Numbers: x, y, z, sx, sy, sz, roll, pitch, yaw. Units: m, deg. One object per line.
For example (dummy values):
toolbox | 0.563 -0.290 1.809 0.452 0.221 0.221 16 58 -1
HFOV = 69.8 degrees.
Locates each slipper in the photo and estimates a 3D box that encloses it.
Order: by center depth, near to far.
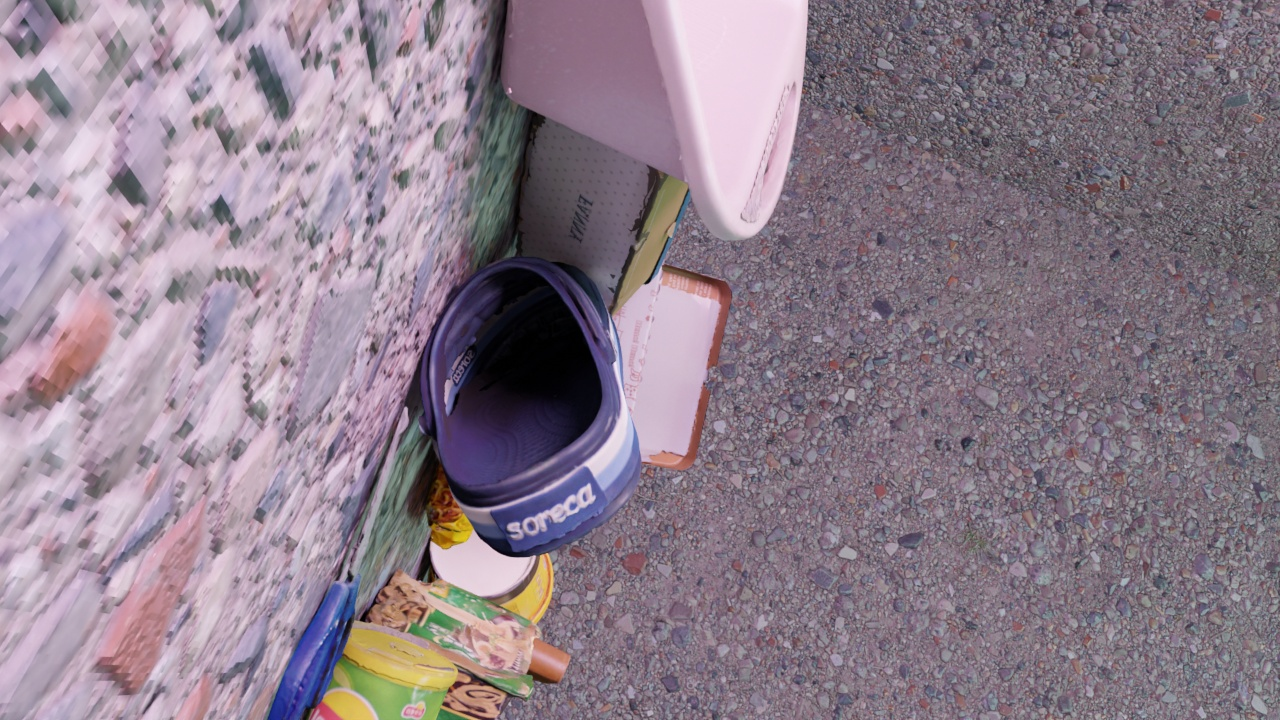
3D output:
slipper | -0.064 0.002 0.459 0.252 0.105 0.095 -109 176 -66

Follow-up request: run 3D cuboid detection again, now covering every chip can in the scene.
chip can | -0.174 0.262 0.502 0.073 0.072 0.221 124 -12 -81

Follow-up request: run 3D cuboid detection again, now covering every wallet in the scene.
wallet | -0.123 0.219 0.726 0.031 0.132 0.108 -64 -179 -24

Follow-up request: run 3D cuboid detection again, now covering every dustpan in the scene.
dustpan | 0.043 -0.188 0.366 0.274 0.139 0.222 116 -4 -58

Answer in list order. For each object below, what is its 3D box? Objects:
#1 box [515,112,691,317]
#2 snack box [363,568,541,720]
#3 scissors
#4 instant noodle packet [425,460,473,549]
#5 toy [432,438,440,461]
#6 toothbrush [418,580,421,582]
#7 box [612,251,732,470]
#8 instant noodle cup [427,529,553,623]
box | -0.021 -0.095 0.543 0.059 0.090 0.185 -48 174 -26
snack box | -0.142 0.222 0.621 0.118 0.117 0.105 -100 -145 -84
scissors | -0.143 0.105 0.459 0.141 0.012 0.170 113 -2 -59
instant noodle packet | -0.122 0.074 0.648 0.129 0.044 0.110 124 -15 -70
toy | -0.086 0.029 0.576 0.107 0.084 0.039 -47 141 -18
toothbrush | -0.216 0.264 0.837 0.016 0.018 0.192 -74 -174 -56
box | -0.002 0.003 0.724 0.157 0.226 0.180 14 -89 61
instant noodle cup | -0.138 0.186 0.832 0.115 0.118 0.118 99 10 -61
